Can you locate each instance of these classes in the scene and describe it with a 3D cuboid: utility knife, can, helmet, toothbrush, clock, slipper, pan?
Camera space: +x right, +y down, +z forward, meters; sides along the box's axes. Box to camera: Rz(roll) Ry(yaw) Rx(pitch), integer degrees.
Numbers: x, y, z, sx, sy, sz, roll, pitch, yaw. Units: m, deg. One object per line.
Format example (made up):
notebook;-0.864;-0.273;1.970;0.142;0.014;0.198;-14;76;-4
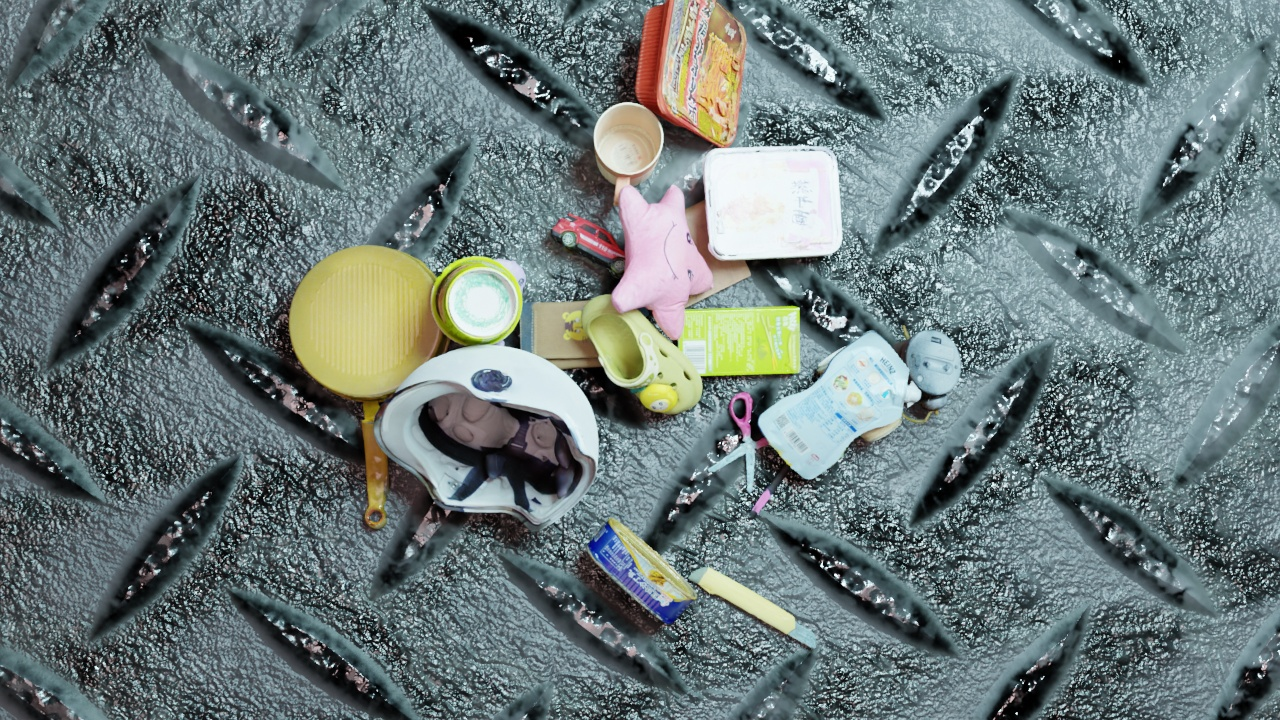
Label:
utility knife;0.149;0.319;1.185;0.188;0.020;0.031;31;94;4
can;0.278;0.042;1.166;0.058;0.058;0.116;-34;91;-1
helmet;-0.168;0.069;1.091;0.258;0.145;0.230;19;133;-4
toothbrush;0.197;0.129;1.186;0.014;0.018;0.189;35;91;-3
clock;0.354;0.018;1.157;0.082;0.055;0.121;14;77;-17
can;0.001;0.264;1.152;0.148;0.074;0.049;42;92;-1
slipper;-0.007;0.007;1.119;0.092;0.081;0.190;-25;116;36
pan;-0.336;0.034;1.152;0.197;0.078;0.357;0;84;-1

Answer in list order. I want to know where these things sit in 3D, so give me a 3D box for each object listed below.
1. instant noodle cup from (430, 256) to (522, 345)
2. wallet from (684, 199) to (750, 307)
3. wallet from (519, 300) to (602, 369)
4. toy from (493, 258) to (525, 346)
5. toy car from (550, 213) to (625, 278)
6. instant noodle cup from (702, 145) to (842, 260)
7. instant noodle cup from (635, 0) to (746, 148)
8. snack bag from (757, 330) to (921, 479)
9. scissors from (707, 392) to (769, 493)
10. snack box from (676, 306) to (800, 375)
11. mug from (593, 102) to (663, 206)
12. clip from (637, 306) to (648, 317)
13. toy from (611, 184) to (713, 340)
instant noodle cup;-0.187;-0.068;1.070;0.111;0.123;0.111;-1;94;-13
wallet;0.074;-0.139;1.177;0.101;0.020;0.115;-25;95;-2
wallet;-0.096;-0.032;1.167;0.115;0.033;0.090;-3;90;-6
toy;-0.186;-0.079;1.154;0.083;0.039;0.108;26;91;-31
toy car;-0.055;-0.143;1.154;0.120;0.053;0.045;31;87;-1
instant noodle cup;0.158;-0.194;1.149;0.173;0.060;0.138;-4;91;-13
instant noodle cup;0.060;-0.357;1.116;0.079;0.188;0.164;8;89;33
snack bag;0.245;0.057;1.128;0.191;0.038;0.110;-41;86;21
scissors;0.140;0.102;1.185;0.133;0.017;0.131;-31;94;2
snack box;0.125;-0.025;1.172;0.156;0.026;0.086;-2;98;-2
mug;-0.018;-0.246;1.128;0.081;0.106;0.114;6;91;-2
clip;-0.019;-0.053;1.162;0.058;0.045;0.027;-33;102;-26
toy;0.032;-0.126;1.113;0.075;0.178;0.194;-9;70;40
